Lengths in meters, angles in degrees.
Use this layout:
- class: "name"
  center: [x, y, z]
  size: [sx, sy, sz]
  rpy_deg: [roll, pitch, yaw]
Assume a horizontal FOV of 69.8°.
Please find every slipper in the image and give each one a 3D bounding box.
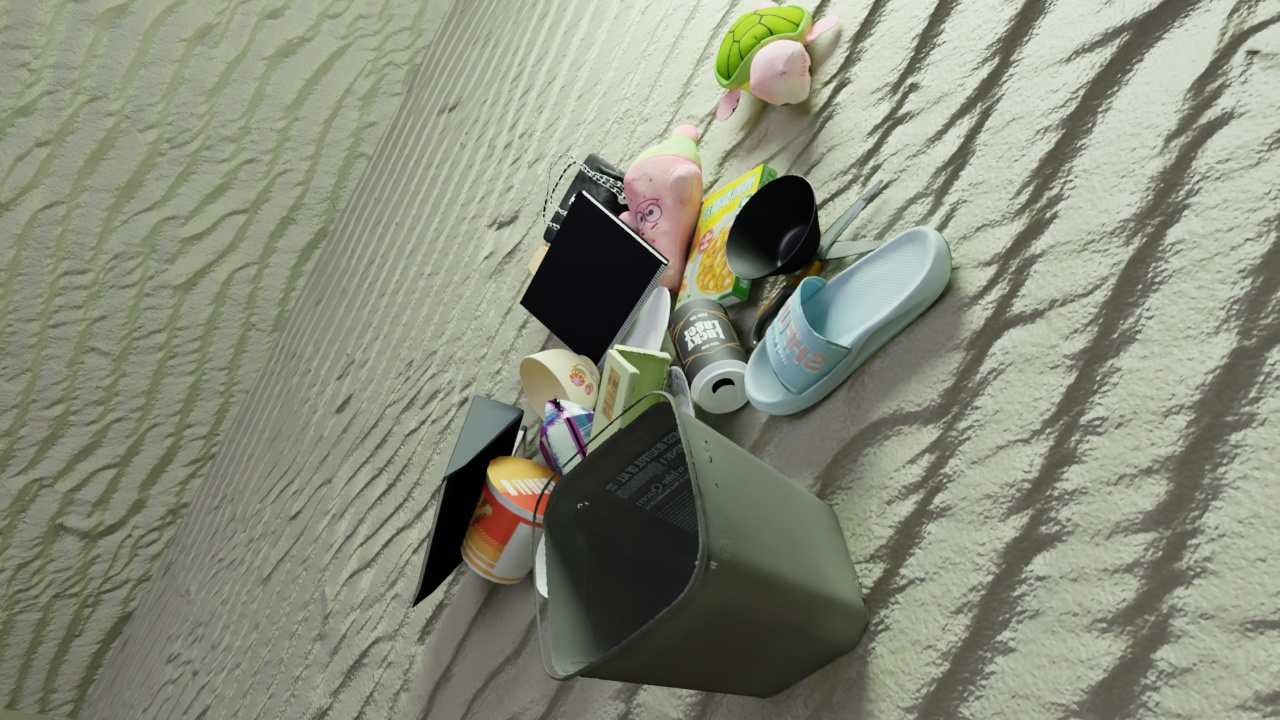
- class: "slipper"
  center: [0.187, -0.045, 0.889]
  size: [0.246, 0.074, 0.103]
  rpy_deg: [-41, 38, 29]

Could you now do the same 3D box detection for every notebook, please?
- class: "notebook"
  center: [-0.064, -0.099, 1.200]
  size: [0.016, 0.149, 0.207]
  rpy_deg: [-38, -14, -50]

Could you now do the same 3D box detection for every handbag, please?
- class: "handbag"
  center: [-0.081, -0.230, 1.365]
  size: [0.154, 0.114, 0.125]
  rpy_deg: [-57, 35, 3]
- class: "handbag"
  center: [-0.093, 0.113, 1.156]
  size: [0.068, 0.144, 0.170]
  rpy_deg: [-25, 4, -18]

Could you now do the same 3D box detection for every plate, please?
- class: "plate"
  center: [0.032, 0.101, 1.009]
  size: [0.189, 0.016, 0.188]
  rpy_deg: [-172, 91, -76]
- class: "plate"
  center: [-0.007, 0.007, 1.142]
  size: [0.209, 0.015, 0.208]
  rpy_deg: [-59, 16, 29]

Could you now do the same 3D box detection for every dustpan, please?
- class: "dustpan"
  center: [-0.215, 0.165, 1.236]
  size: [0.272, 0.080, 0.237]
  rpy_deg: [-83, 11, -56]

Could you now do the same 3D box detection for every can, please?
- class: "can"
  center: [0.077, -0.007, 1.019]
  size: [0.072, 0.072, 0.128]
  rpy_deg: [-47, 36, 24]

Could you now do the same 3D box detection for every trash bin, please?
- class: "trash bin"
  center: [0.055, 0.176, 0.782]
  size: [0.198, 0.220, 0.197]
  rpy_deg: [-42, 38, 30]

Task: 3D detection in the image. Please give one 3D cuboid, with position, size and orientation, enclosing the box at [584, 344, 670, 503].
- class: "box"
  center: [-0.012, 0.082, 1.026]
  size: [0.091, 0.083, 0.188]
  rpy_deg: [42, 125, 52]

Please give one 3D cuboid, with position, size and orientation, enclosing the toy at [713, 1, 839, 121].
- class: "toy"
  center: [0.158, -0.387, 1.159]
  size: [0.190, 0.087, 0.237]
  rpy_deg: [-33, 36, 21]

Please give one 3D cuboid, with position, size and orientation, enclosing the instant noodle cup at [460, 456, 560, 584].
- class: "instant noodle cup"
  center: [-0.163, 0.208, 1.175]
  size: [0.121, 0.123, 0.123]
  rpy_deg: [-61, 31, 18]

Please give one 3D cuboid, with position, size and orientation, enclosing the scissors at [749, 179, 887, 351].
- class: "scissors"
  center: [0.178, -0.117, 1.005]
  size: [0.226, 0.016, 0.224]
  rpy_deg: [-52, 34, 18]

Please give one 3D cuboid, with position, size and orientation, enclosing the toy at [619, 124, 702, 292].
- class: "toy"
  center: [0.029, -0.198, 1.207]
  size: [0.193, 0.096, 0.236]
  rpy_deg: [-30, 55, 54]

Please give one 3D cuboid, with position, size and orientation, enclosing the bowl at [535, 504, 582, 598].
- class: "bowl"
  center: [-0.066, 0.229, 1.064]
  size: [0.114, 0.063, 0.113]
  rpy_deg: [-35, 42, 38]

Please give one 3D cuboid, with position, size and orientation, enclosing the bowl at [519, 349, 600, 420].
- class: "bowl"
  center: [-0.097, 0.030, 1.228]
  size: [0.073, 0.118, 0.118]
  rpy_deg: [-32, 18, -30]

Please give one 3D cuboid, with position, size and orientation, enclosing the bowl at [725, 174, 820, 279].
- class: "bowl"
  center: [0.154, -0.131, 0.983]
  size: [0.124, 0.052, 0.123]
  rpy_deg: [-33, 43, 37]

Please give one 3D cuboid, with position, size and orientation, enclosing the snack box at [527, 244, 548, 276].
- class: "snack box"
  center: [-0.103, -0.109, 1.331]
  size: [0.040, 0.088, 0.125]
  rpy_deg: [-55, 33, 14]

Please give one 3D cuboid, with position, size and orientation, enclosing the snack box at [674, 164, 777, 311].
- class: "snack box"
  center: [0.100, -0.138, 1.102]
  size: [0.132, 0.027, 0.167]
  rpy_deg: [-18, 53, 61]
